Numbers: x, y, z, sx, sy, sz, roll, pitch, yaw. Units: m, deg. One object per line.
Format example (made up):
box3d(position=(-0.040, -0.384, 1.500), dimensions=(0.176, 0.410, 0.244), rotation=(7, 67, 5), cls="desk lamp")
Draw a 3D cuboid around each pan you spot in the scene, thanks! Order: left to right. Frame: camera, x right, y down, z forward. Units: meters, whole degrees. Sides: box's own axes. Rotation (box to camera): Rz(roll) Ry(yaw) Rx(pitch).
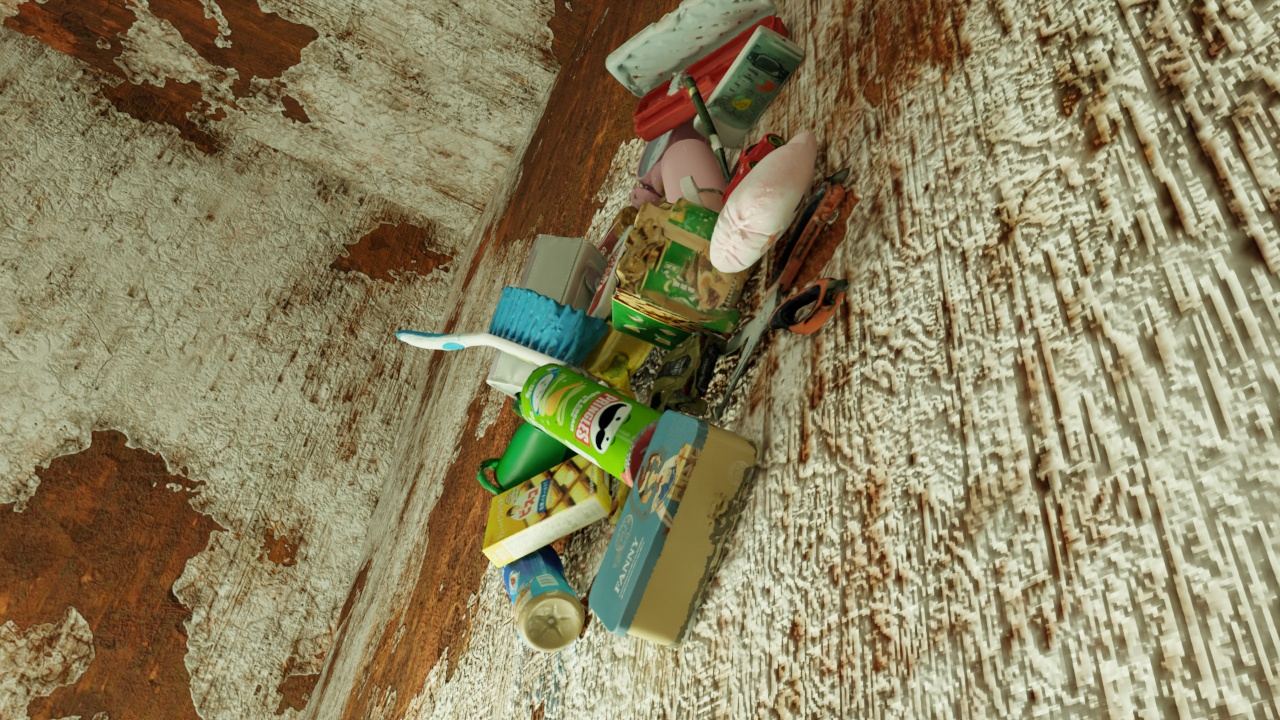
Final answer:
box3d(position=(-0.006, 0.006, 0.967), dimensions=(0.198, 0.078, 0.356), rotation=(-49, 18, 51), cls="pan")

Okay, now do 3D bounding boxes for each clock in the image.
box3d(position=(0.038, -0.236, 1.116), dimensions=(0.117, 0.059, 0.158), rotation=(-26, 44, 62), cls="clock")

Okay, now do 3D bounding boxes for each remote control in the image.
box3d(position=(-0.032, -0.098, 1.064), dimensions=(0.056, 0.020, 0.135), rotation=(-48, 19, 54), cls="remote control")
box3d(position=(0.112, -0.285, 0.970), dimensions=(0.135, 0.056, 0.019), rotation=(-50, 24, 41), cls="remote control")

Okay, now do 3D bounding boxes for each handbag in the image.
box3d(position=(-0.105, 0.100, 1.012), dimensions=(0.132, 0.120, 0.067), rotation=(-57, 23, 29), cls="handbag")
box3d(position=(-0.091, -0.034, 1.126), dimensions=(0.145, 0.098, 0.196), rotation=(43, -118, -61), cls="handbag")

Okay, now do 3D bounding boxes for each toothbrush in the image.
box3d(position=(0.079, -0.231, 0.952), dimensions=(0.017, 0.012, 0.185), rotation=(-43, 52, 38), cls="toothbrush")

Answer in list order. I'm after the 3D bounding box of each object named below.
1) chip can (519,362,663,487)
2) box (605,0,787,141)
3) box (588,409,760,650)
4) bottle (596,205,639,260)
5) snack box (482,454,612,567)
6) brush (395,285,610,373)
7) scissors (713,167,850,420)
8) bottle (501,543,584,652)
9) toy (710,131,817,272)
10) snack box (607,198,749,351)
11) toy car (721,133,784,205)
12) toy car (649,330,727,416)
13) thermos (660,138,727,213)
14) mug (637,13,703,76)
box3d(position=(-0.037, 0.059, 0.846), dimensions=(0.236, 0.072, 0.072), rotation=(21, 87, 58), cls="chip can")
box3d(position=(0.056, -0.343, 1.026), dimensions=(0.202, 0.101, 0.095), rotation=(-24, 38, 33), cls="box")
box3d(position=(0.022, 0.132, 0.698), dimensions=(0.184, 0.061, 0.090), rotation=(-67, 17, -6), cls="box")
box3d(position=(-0.042, -0.133, 1.222), dimensions=(0.175, 0.057, 0.057), rotation=(-45, 27, 49), cls="bottle")
box3d(position=(-0.095, 0.151, 0.951), dimensions=(0.141, 0.034, 0.086), rotation=(-29, 26, 16), cls="snack box")
box3d(position=(-0.171, -0.037, 1.053), dimensions=(0.315, 0.060, 0.109), rotation=(20, 86, 40), cls="brush")
box3d(position=(0.112, -0.051, 0.735), dimensions=(0.223, 0.015, 0.188), rotation=(-37, 32, 63), cls="scissors")
box3d(position=(-0.110, 0.227, 0.952), dimensions=(0.065, 0.065, 0.219), rotation=(-66, 17, 2), cls="bottle")
box3d(position=(0.108, -0.136, 0.765), dimensions=(0.122, 0.054, 0.159), rotation=(-57, -3, 41), cls="toy")
box3d(position=(0.034, -0.068, 0.848), dimensions=(0.106, 0.117, 0.118), rotation=(114, 178, -63), cls="snack box")
box3d(position=(0.105, -0.181, 0.865), dimensions=(0.106, 0.031, 0.049), rotation=(-54, -3, -47), cls="toy car")
box3d(position=(0.035, 0.019, 0.820), dimensions=(0.158, 0.042, 0.070), rotation=(134, 156, -72), cls="toy car")
box3d(position=(0.056, -0.175, 0.950), dimensions=(0.067, 0.087, 0.198), rotation=(-23, 30, 11), cls="thermos")
box3d(position=(0.065, -0.368, 1.128), dimensions=(0.081, 0.106, 0.115), rotation=(-68, 18, -5), cls="mug")
